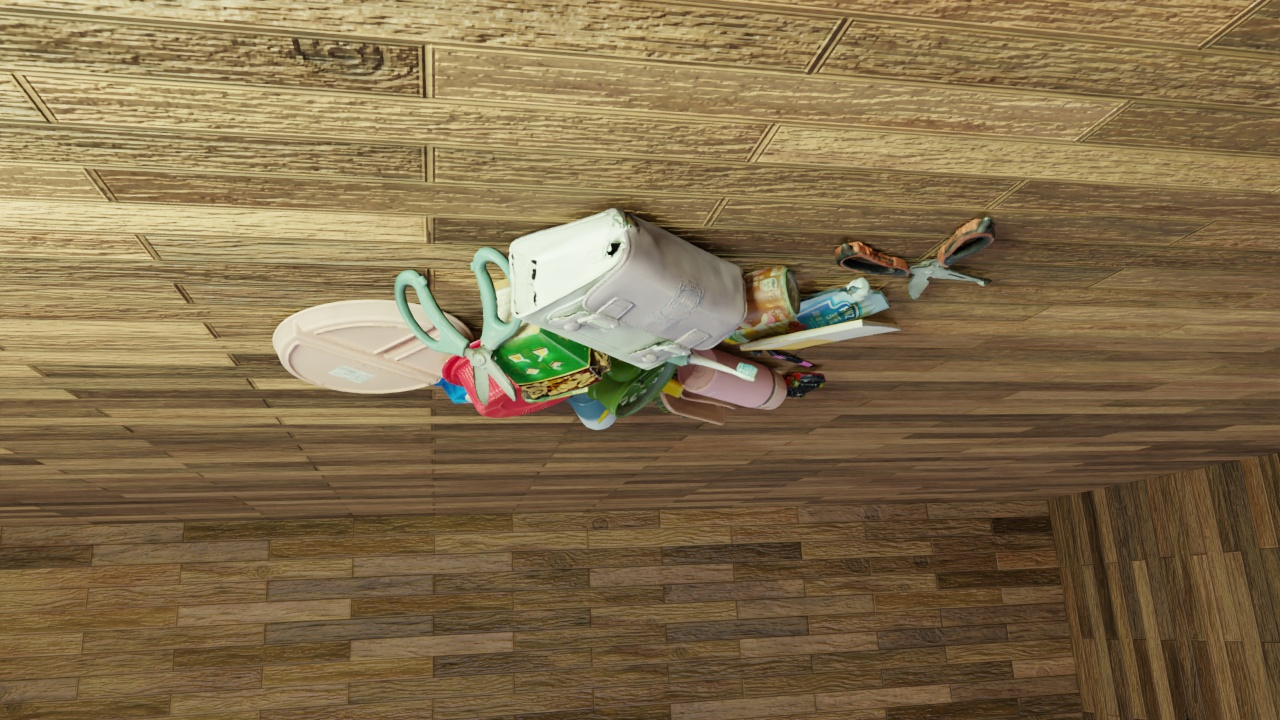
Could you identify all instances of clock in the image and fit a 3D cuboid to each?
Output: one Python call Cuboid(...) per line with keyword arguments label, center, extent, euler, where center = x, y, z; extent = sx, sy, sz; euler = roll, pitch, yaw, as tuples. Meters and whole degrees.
Cuboid(label="clock", center=(-0.007, 0.007, 1.115), extent=(0.115, 0.056, 0.162), euler=(-31, 157, -33))

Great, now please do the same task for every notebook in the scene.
Cuboid(label="notebook", center=(0.223, -0.029, 1.115), extent=(0.146, 0.010, 0.206), euler=(-12, 176, 26))

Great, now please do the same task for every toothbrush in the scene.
Cuboid(label="toothbrush", center=(0.022, -0.016, 1.026), extent=(0.224, 0.027, 0.026), euler=(19, 176, 6))
Cuboid(label="toothbrush", center=(0.198, -0.003, 1.277), extent=(0.014, 0.017, 0.189), euler=(-16, 161, 34))

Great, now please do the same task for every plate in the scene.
Cuboid(label="plate", center=(-0.313, -0.009, 1.086), extent=(0.229, 0.028, 0.230), euler=(-6, 158, -3))

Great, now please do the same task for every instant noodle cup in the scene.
Cuboid(label="instant noodle cup", center=(-0.141, 0.018, 1.124), extent=(0.194, 0.065, 0.194), euler=(-17, 165, -5))

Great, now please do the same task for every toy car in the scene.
Cuboid(label="toy car", center=(0.241, 0.034, 1.390), extent=(0.049, 0.031, 0.106), euler=(1, 165, -16))

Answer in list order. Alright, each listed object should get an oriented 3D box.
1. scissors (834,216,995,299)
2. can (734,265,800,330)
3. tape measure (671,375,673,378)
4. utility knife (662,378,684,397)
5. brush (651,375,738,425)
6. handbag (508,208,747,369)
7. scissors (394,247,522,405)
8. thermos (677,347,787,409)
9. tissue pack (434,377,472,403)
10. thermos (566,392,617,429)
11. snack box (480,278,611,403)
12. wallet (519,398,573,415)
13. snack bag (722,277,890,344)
Cuboid(label="scissors", center=(0.289, -0.099, 0.947), extent=(0.189, 0.015, 0.223), euler=(-3, 164, 1))
Cuboid(label="can", center=(0.092, -0.059, 0.977), extent=(0.147, 0.058, 0.058), euler=(-10, 163, 25))
Cuboid(label="tape measure", center=(0.017, 0.016, 1.268), extent=(0.057, 0.039, 0.057), euler=(4, 163, -23))
Cuboid(label="utility knife", center=(-0.005, 0.012, 1.220), extent=(0.154, 0.015, 0.033), euler=(27, 143, -23))
Cuboid(label="brush", center=(0.082, 0.056, 1.388), extent=(0.073, 0.063, 0.145), euler=(-11, 161, 41))
Cuboid(label="handbag", center=(-0.007, -0.065, 0.877), extent=(0.145, 0.098, 0.196), euler=(-24, 153, 32))
Cuboid(label="scissors", center=(-0.182, -0.037, 0.911), extent=(0.179, 0.173, 0.019), euler=(14, -152, 18))
Cuboid(label="thermos", center=(0.127, 0.028, 1.291), extent=(0.087, 0.067, 0.198), euler=(-5, 167, 37))
Cuboid(label="tissue pack", center=(-0.201, 0.030, 1.257), extent=(0.157, 0.052, 0.095), euler=(4, 163, -23))
Cuboid(label="thermos", center=(-0.072, 0.049, 1.328), extent=(0.070, 0.070, 0.220), euler=(-4, 164, 3))
Cuboid(label="snack box", center=(-0.103, -0.035, 0.960), extent=(0.118, 0.118, 0.105), euler=(-14, 149, 31))
Cuboid(label="wallet", center=(-0.155, 0.058, 1.408), extent=(0.101, 0.032, 0.124), euler=(-9, 164, 13))
Cuboid(label="snack bag", center=(0.185, -0.055, 1.053), extent=(0.191, 0.038, 0.110), euler=(-11, 156, 23))
